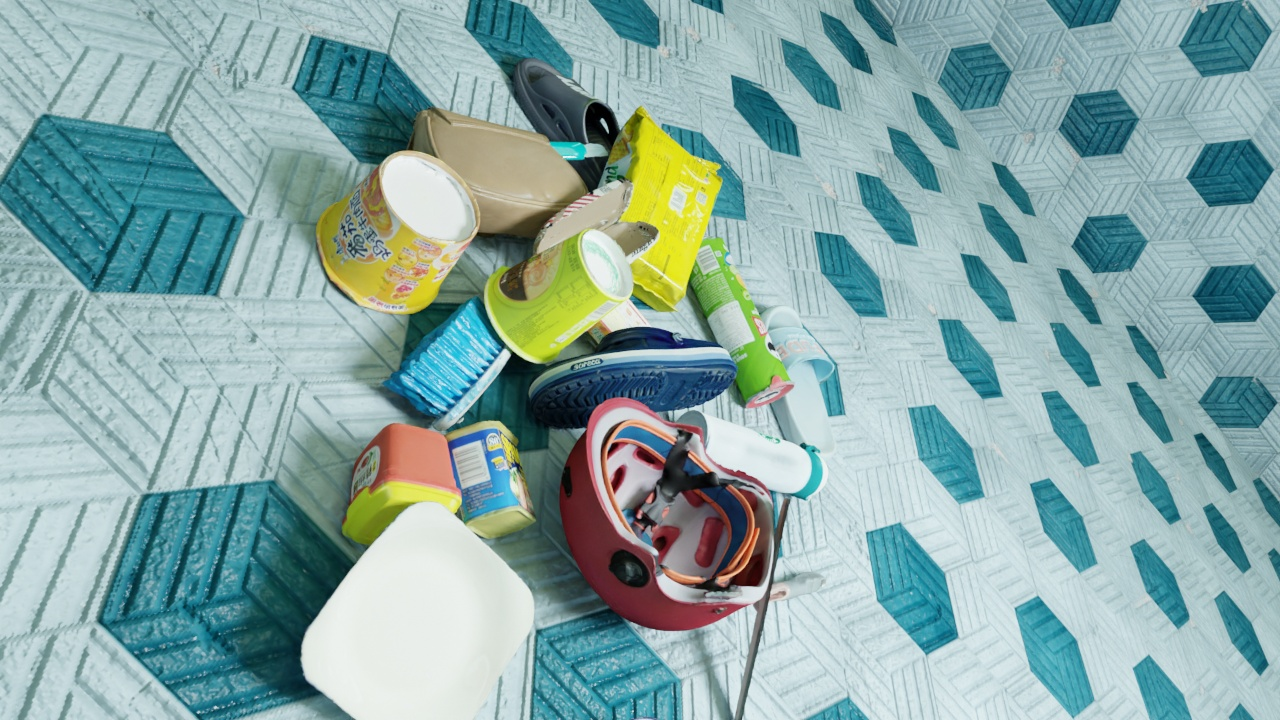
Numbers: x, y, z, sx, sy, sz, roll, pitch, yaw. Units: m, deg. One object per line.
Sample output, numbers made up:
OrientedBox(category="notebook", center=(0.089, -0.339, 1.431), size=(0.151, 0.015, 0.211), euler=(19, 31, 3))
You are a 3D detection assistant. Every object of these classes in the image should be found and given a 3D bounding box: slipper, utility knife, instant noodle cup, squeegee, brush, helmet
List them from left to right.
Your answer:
OrientedBox(category="instant noodle cup", center=(-0.231, -0.130, 0.903), size=(0.138, 0.110, 0.137), euler=(26, 46, -31))
OrientedBox(category="brush", center=(-0.146, -0.025, 0.961), size=(0.109, 0.061, 0.313), euler=(49, 35, -14))
OrientedBox(category="utility knife", center=(-0.122, -0.261, 1.151), size=(0.182, 0.013, 0.029), euler=(-8, 83, -28))
OrientedBox(category="instant noodle cup", center=(-0.076, -0.072, 0.933), size=(0.111, 0.124, 0.111), euler=(36, 39, -36))
OrientedBox(category="slipper", center=(-0.064, -0.310, 1.237), size=(0.268, 0.084, 0.110), euler=(57, 36, 2))
OrientedBox(category="slipper", center=(-0.006, 0.006, 1.004), size=(0.252, 0.105, 0.095), euler=(-5, 54, -32))
OrientedBox(category="helmet", center=(0.006, 0.161, 0.894), size=(0.240, 0.144, 0.206), euler=(40, 33, -11))
OrientedBox(category="squeegee", center=(0.161, 0.263, 1.028), size=(0.249, 0.040, 0.247), euler=(8, 94, -63))
OrientedBox(category="slipper", center=(0.225, 0.024, 1.281), size=(0.104, 0.074, 0.245), euler=(11, 55, -39))

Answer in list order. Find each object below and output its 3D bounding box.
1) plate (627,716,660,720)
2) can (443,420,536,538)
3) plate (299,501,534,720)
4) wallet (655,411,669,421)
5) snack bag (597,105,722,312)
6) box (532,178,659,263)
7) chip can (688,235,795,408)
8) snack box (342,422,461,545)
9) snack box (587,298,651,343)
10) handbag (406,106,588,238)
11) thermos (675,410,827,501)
OrientedBox(category="plate", center=(0.006, 0.414, 0.779), size=(0.204, 0.046, 0.204), euler=(26, 44, -29))
OrientedBox(category="can", center=(-0.135, 0.110, 0.830), size=(0.102, 0.057, 0.083), euler=(72, -1, -71))
OrientedBox(category="plate", center=(-0.174, 0.211, 0.726), size=(0.164, 0.034, 0.163), euler=(51, 56, -24))
OrientedBox(category="wallet", center=(-0.002, 0.084, 1.049), size=(0.097, 0.019, 0.120), euler=(26, 44, -33))
OrientedBox(category="snack bag", center=(0.020, -0.193, 1.188), size=(0.158, 0.068, 0.246), euler=(31, 63, -27))
OrientedBox(category="box", center=(-0.045, -0.139, 1.040), size=(0.086, 0.076, 0.161), euler=(40, 49, 12))
OrientedBox(category="chip can", center=(0.128, -0.054, 1.243), size=(0.072, 0.072, 0.236), euler=(-4, 64, -47))
OrientedBox(category="snack box", center=(-0.200, 0.105, 0.772), size=(0.082, 0.091, 0.080), euler=(20, 42, -34))
OrientedBox(category="snack box", center=(-0.026, -0.041, 1.083), size=(0.156, 0.027, 0.076), euler=(50, 34, -25))
OrientedBox(category="handbag", center=(-0.167, -0.205, 1.043), size=(0.204, 0.100, 0.147), euler=(3, 52, -45))
OrientedBox(category="thermos", center=(0.141, 0.117, 1.125), size=(0.224, 0.073, 0.073), euler=(20, 49, -36))
